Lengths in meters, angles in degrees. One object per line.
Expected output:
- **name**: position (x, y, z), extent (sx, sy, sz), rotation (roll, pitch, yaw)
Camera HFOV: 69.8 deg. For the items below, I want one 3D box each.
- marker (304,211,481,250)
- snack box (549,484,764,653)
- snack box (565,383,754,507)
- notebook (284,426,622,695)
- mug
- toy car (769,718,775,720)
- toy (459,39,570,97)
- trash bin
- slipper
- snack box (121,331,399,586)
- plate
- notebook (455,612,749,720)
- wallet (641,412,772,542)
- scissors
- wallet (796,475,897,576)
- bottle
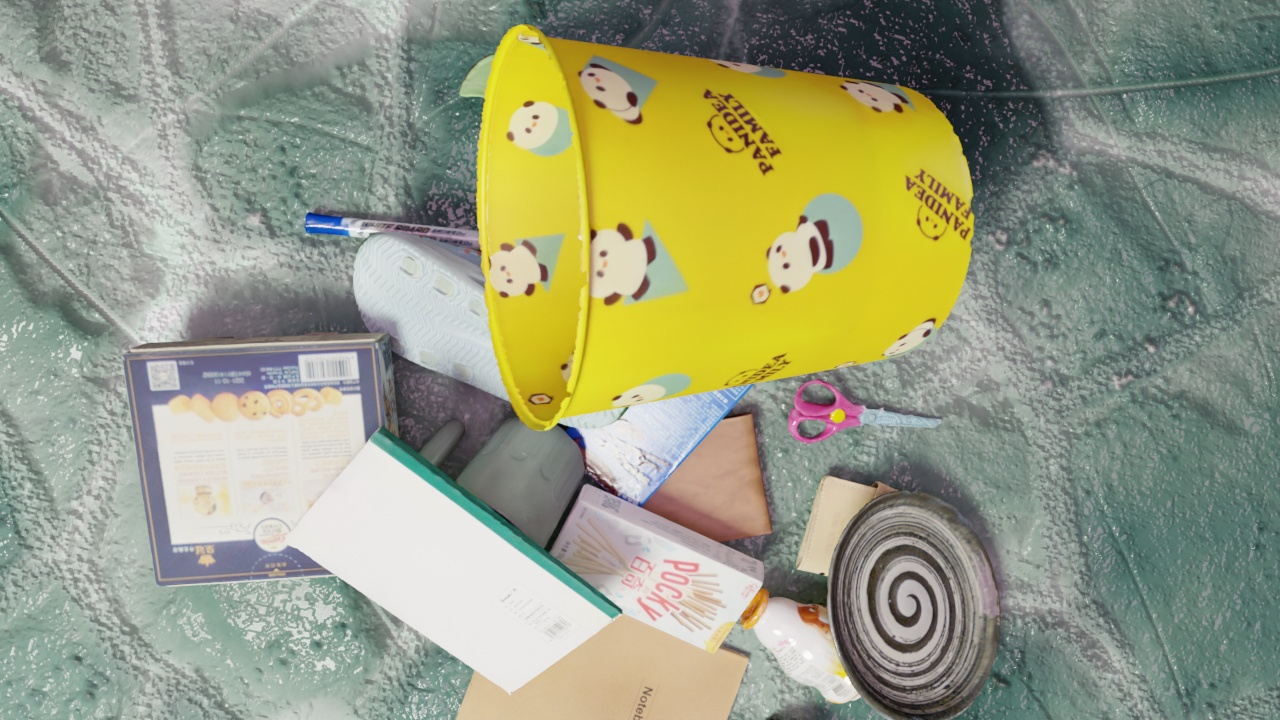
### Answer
- **marker**: position (-0.192, -0.102, 0.733), extent (0.146, 0.017, 0.017), rotation (5, 88, -5)
- **snack box**: position (0.009, 0.164, 0.721), extent (0.157, 0.026, 0.085), rotation (25, 117, -4)
- **snack box**: position (0.016, 0.034, 0.713), extent (0.084, 0.026, 0.157), rotation (41, 102, -1)
- **notebook**: position (-0.135, 0.151, 0.651), extent (0.209, 0.012, 0.151), rotation (39, 124, -11)
- **mug**: position (-0.115, 0.095, 0.684), extent (0.124, 0.103, 0.084), rotation (21, 129, 10)
- **toy car**: position (0.158, 0.349, 0.740), extent (0.156, 0.041, 0.071), rotation (27, 86, -2)
- **toy**: position (-0.021, -0.145, 0.708), extent (0.227, 0.090, 0.247), rotation (-37, 100, 13)
- **trash bin**: position (0.046, -0.082, 0.576), extent (0.255, 0.230, 0.229), rotation (-5, 89, -21)
- **slipper**: position (-0.109, -0.032, 0.696), extent (0.245, 0.104, 0.074), rotation (26, 42, 9)
- **snack box**: position (-0.275, 0.073, 0.689), extent (0.178, 0.045, 0.182), rotation (-2, 102, -5)
- **plate**: position (0.211, 0.192, 0.719), extent (0.179, 0.024, 0.179), rotation (7, 74, -27)
- **notebook**: position (-0.032, 0.273, 0.732), extent (0.207, 0.008, 0.147), rotation (22, 84, -8)
- **wallet**: position (0.044, 0.101, 0.749), extent (0.115, 0.020, 0.101), rotation (-9, 90, -2)
- **scissors**: position (0.189, 0.046, 0.765), extent (0.133, 0.017, 0.057), rotation (5, 102, -8)
- **wallet**: position (0.194, 0.145, 0.760), extent (0.115, 0.024, 0.087), rotation (16, 92, -4)
- **bottle**: position (0.134, 0.224, 0.730), extent (0.108, 0.063, 0.063), rotation (32, 86, -4)
